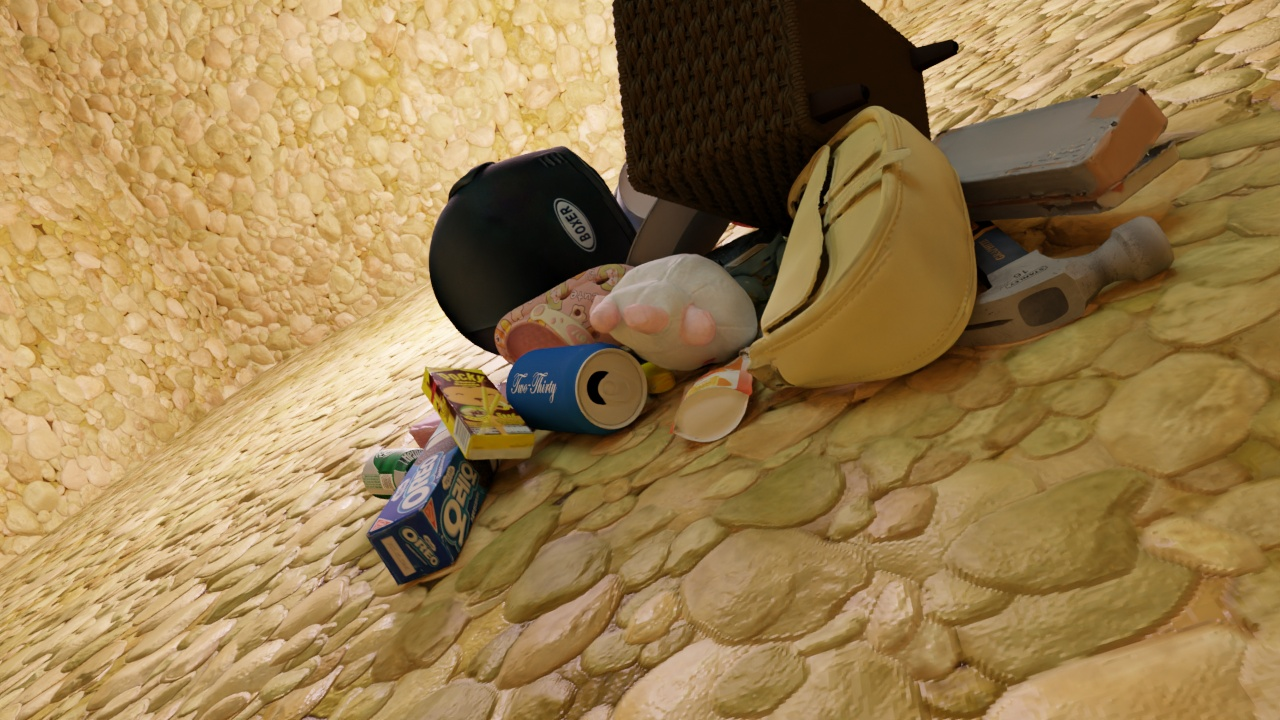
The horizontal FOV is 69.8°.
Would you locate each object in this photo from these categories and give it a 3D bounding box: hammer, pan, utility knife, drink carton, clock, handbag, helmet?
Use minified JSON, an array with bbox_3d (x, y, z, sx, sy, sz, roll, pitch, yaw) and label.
[{"bbox_3d":[0.260,-0.089,0.686,0.139,0.035,0.311,-28,15,16],"label":"hammer"},{"bbox_3d":[0.071,-0.153,1.069,0.201,0.051,0.356,-54,-13,6],"label":"pan"},{"bbox_3d":[-0.005,0.005,0.906,0.028,0.020,0.213,-15,12,-11],"label":"utility knife"},{"bbox_3d":[0.059,0.022,0.719,0.069,0.039,0.122,-27,10,14],"label":"drink carton"},{"bbox_3d":[0.103,-0.080,0.893,0.118,0.060,0.162,-35,17,-14],"label":"clock"},{"bbox_3d":[0.147,-0.086,0.650,0.191,0.088,0.232,-34,28,49],"label":"handbag"},{"bbox_3d":[-0.138,-0.120,1.131,0.236,0.249,0.316,-37,8,-4],"label":"helmet"}]

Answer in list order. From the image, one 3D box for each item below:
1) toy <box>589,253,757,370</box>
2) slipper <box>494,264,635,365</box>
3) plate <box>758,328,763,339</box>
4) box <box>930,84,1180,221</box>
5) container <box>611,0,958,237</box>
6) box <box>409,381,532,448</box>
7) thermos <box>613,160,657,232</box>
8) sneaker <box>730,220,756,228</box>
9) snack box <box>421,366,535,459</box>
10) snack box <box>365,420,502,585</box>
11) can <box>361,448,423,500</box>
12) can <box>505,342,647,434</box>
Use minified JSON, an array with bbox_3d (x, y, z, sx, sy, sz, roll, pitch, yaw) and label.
[{"bbox_3d":[0.023,-0.039,0.775,0.139,0.101,0.179,11,12,26],"label":"toy"},{"bbox_3d":[-0.068,-0.032,0.959,0.198,0.093,0.081,-18,33,18],"label":"slipper"},{"bbox_3d":[0.160,-0.055,0.744,0.157,0.014,0.156,-39,17,14],"label":"plate"},{"bbox_3d":[0.271,-0.140,0.661,0.081,0.063,0.216,-46,16,-8],"label":"box"},{"bbox_3d":[0.157,-0.238,0.850,0.205,0.176,0.320,-10,-8,37],"label":"container"},{"bbox_3d":[-0.172,0.056,1.025,0.098,0.037,0.233,-43,19,-34],"label":"box"},{"bbox_3d":[0.022,-0.197,1.125,0.131,0.131,0.222,-30,-1,3],"label":"thermos"},{"bbox_3d":[0.203,-0.230,1.125,0.242,0.116,0.090,-13,51,39],"label":"sneaker"},{"bbox_3d":[-0.153,0.046,0.847,0.061,0.026,0.149,3,21,-31],"label":"snack box"},{"bbox_3d":[-0.174,0.110,0.822,0.059,0.059,0.226,-23,17,12],"label":"snack box"},{"bbox_3d":[-0.246,0.117,0.940,0.053,0.053,0.101,-41,19,-33],"label":"can"},{"bbox_3d":[-0.061,0.026,0.832,0.078,0.079,0.146,-39,17,-26],"label":"can"}]
